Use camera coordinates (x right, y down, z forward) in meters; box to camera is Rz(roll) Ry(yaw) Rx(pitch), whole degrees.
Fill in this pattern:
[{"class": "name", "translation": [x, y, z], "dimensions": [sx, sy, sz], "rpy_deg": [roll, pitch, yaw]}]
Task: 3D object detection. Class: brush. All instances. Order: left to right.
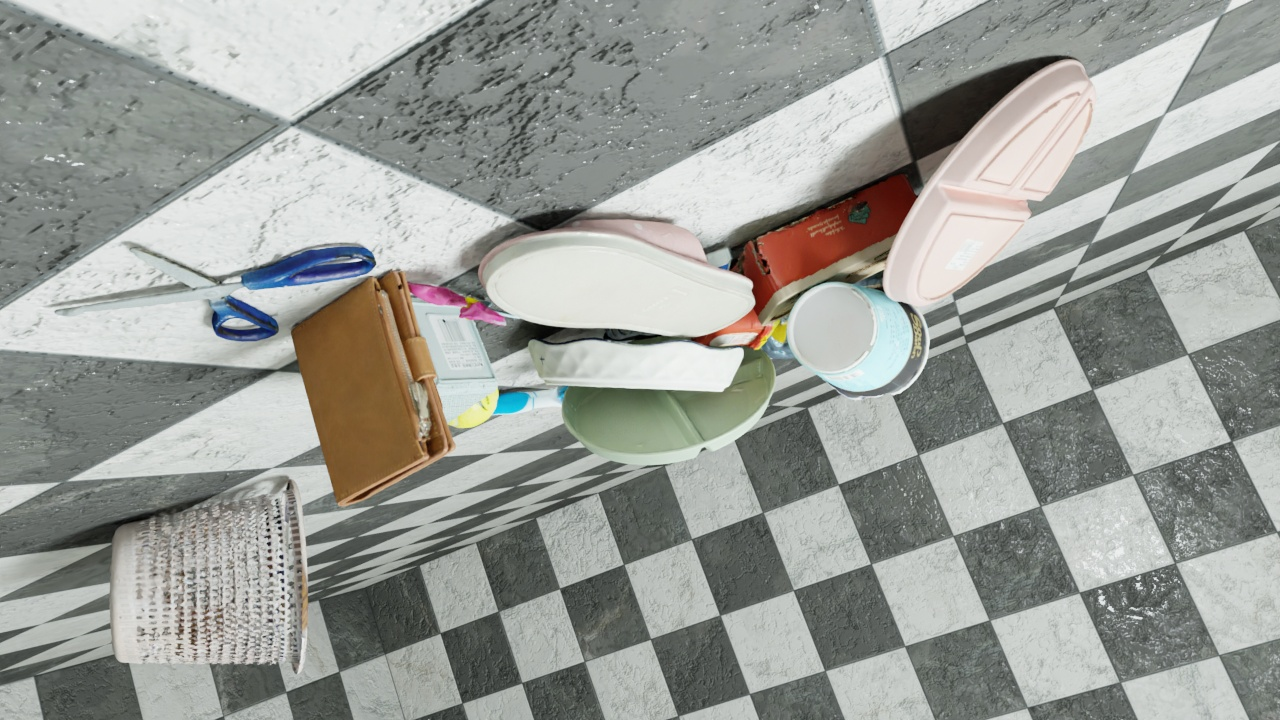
[{"class": "brush", "translation": [-0.093, 0.041, 1.103], "dimensions": [0.110, 0.060, 0.313], "rpy_deg": [-23, 166, 30]}]

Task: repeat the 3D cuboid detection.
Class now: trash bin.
[{"class": "trash bin", "translation": [-0.492, 0.256, 1.050], "dimensions": [0.191, 0.227, 0.228], "rpy_deg": [-1, 161, -26]}]

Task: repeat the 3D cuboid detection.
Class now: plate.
[{"class": "plate", "translation": [-0.005, 0.005, 0.880], "dimensions": [0.205, 0.045, 0.205], "rpy_deg": [2, 178, 0]}, {"class": "plate", "translation": [0.030, 0.036, 0.973], "dimensions": [0.230, 0.027, 0.229], "rpy_deg": [-11, -149, 6]}, {"class": "plate", "translation": [0.287, -0.133, 0.745], "dimensions": [0.229, 0.028, 0.230], "rpy_deg": [-35, 154, -20]}]

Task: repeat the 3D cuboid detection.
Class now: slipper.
[{"class": "slipper", "translation": [-0.009, -0.066, 0.712], "dimensions": [0.114, 0.054, 0.273], "rpy_deg": [-34, 154, 35]}]

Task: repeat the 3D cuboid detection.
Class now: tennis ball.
[{"class": "tennis ball", "translation": [-0.168, 0.032, 0.873], "dimensions": [0.065, 0.065, 0.065], "rpy_deg": [-20, 169, -4]}]

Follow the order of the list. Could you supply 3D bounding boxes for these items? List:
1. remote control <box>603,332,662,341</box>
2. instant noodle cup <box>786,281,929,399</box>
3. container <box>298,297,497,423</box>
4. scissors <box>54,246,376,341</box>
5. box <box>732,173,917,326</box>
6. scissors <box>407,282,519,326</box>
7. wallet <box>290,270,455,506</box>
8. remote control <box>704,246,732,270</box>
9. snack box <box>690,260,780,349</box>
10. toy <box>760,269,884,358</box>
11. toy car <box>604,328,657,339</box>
[{"class": "remote control", "translation": [0.010, -0.037, 0.946], "dimensions": [0.053, 0.024, 0.136], "rpy_deg": [-1, -174, 30]}, {"class": "instant noodle cup", "translation": [0.185, -0.023, 0.808], "dimensions": [0.111, 0.111, 0.120], "rpy_deg": [-26, 162, 25]}, {"class": "container", "translation": [-0.180, 0.011, 0.699], "dimensions": [0.112, 0.090, 0.090], "rpy_deg": [-29, 167, 26]}, {"class": "scissors", "translation": [-0.241, -0.040, 0.540], "dimensions": [0.175, 0.012, 0.163], "rpy_deg": [-15, 168, -22]}, {"class": "box", "translation": [0.170, -0.106, 0.834], "dimensions": [0.168, 0.077, 0.091], "rpy_deg": [-25, 169, -11]}, {"class": "scissors", "translation": [-0.129, -0.043, 0.673], "dimensions": [0.093, 0.017, 0.137], "rpy_deg": [20, -175, -5]}, {"class": "wallet", "translation": [-0.182, 0.018, 0.614], "dimensions": [0.108, 0.131, 0.031], "rpy_deg": [-28, 165, 27]}, {"class": "remote control", "translation": [0.023, -0.071, 0.833], "dimensions": [0.125, 0.024, 0.049], "rpy_deg": [-19, 169, -4]}, {"class": "snack box", "translation": [0.089, -0.050, 0.916], "dimensions": [0.080, 0.082, 0.091], "rpy_deg": [-9, 169, -7]}, {"class": "toy", "translation": [0.188, -0.053, 1.008], "dimensions": [0.137, 0.091, 0.357], "rpy_deg": [-3, 169, -24]}, {"class": "toy car", "translation": [0.008, -0.043, 0.875], "dimensions": [0.090, 0.034, 0.043], "rpy_deg": [-19, -149, -5]}]
